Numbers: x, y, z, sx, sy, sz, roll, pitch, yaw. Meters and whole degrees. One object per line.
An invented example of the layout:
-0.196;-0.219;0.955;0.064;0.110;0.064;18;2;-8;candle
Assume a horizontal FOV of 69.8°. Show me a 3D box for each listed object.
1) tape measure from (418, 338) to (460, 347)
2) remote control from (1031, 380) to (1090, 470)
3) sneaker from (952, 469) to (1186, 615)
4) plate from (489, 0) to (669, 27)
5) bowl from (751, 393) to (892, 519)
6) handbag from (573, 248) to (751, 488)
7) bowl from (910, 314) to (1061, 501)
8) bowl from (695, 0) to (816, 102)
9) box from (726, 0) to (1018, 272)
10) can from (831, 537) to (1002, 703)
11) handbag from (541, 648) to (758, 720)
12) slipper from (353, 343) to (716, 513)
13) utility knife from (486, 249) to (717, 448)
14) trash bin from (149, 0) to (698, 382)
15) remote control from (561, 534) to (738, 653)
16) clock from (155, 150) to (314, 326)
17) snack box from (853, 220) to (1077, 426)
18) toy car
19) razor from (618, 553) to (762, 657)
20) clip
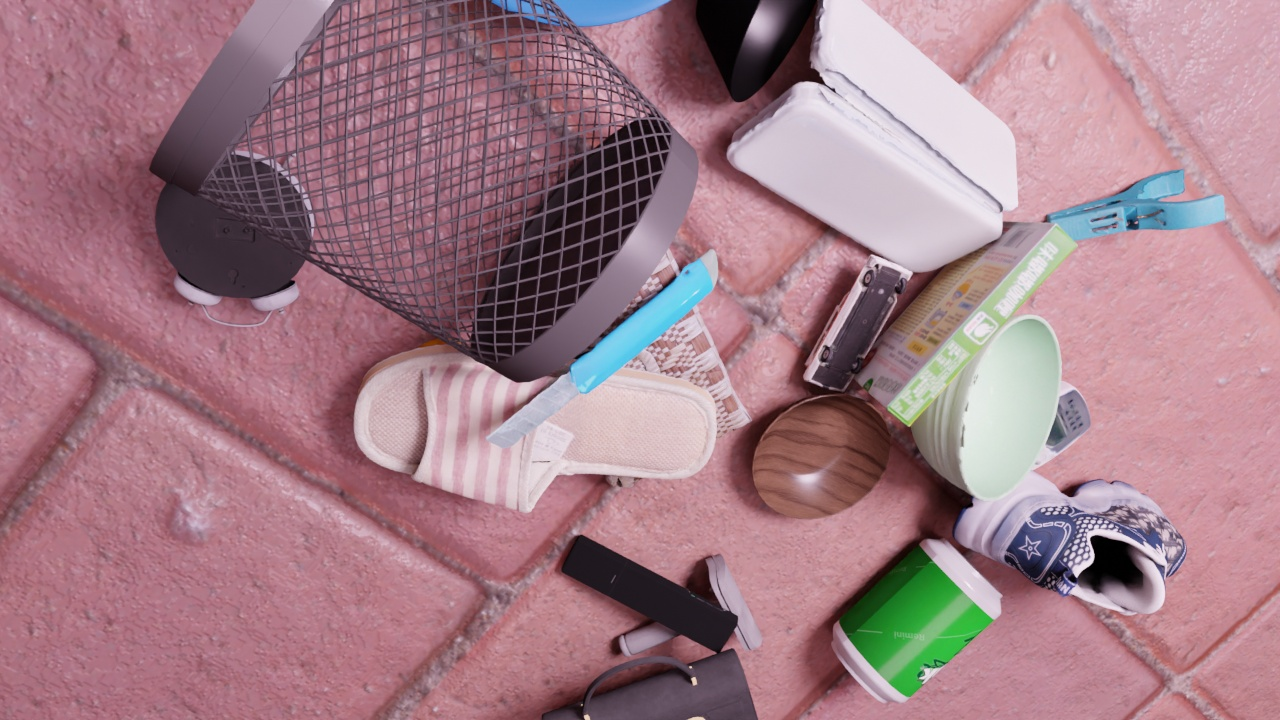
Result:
-0.145;0.014;0.680;0.068;0.030;0.059;-36;116;2;tape measure
0.339;0.066;0.807;0.114;0.028;0.060;-32;114;0;remote control
0.405;0.173;0.792;0.269;0.132;0.103;14;110;-30;sneaker
-0.036;-0.320;0.556;0.224;0.024;0.224;1;104;6;plate
0.146;0.074;0.763;0.119;0.032;0.119;-4;117;-9;bowl
-0.004;0.004;0.698;0.124;0.047;0.186;-28;114;-2;handbag
0.268;0.031;0.740;0.150;0.077;0.151;-13;110;-38;bowl
0.073;-0.240;0.604;0.052;0.124;0.124;34;102;12;bowl
0.174;-0.156;0.677;0.210;0.105;0.128;31;58;-23;box
0.245;0.231;0.818;0.088;0.087;0.140;41;97;-23;can
0.006;0.288;0.754;0.175;0.072;0.196;-17;139;-6;handbag
-0.073;0.052;0.659;0.263;0.052;0.115;4;114;-7;slipper
-0.019;-0.008;0.635;0.219;0.015;0.031;-40;115;-26;utility knife
-0.112;-0.126;0.536;0.227;0.217;0.218;37;99;-25;trash bin
0.008;0.194;0.763;0.150;0.013;0.034;27;110;1;remote control
-0.268;-0.081;0.614;0.094;0.035;0.123;5;110;-14;clock
0.234;-0.034;0.689;0.027;0.132;0.168;40;99;-6;snack box
0.168;-0.030;0.726;0.039;0.039;0.113;17;111;-20;toy car
0.036;0.229;0.800;0.116;0.047;0.088;-24;114;6;razor
0.404;-0.127;0.738;0.120;0.122;0.033;-41;121;-35;clip
